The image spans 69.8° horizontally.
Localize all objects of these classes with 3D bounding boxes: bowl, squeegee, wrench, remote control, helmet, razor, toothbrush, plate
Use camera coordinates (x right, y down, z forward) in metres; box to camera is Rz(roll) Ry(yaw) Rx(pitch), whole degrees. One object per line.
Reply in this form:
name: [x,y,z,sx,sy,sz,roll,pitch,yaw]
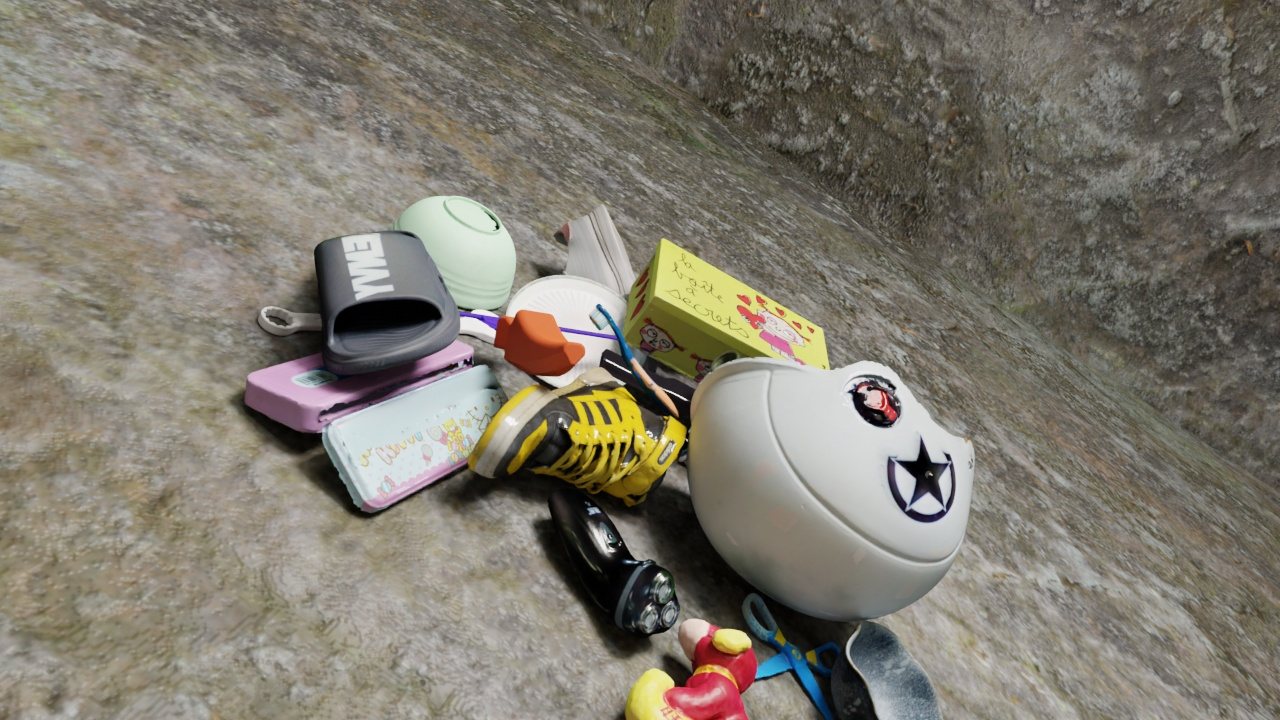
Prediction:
bowl: [0.192,0.274,0.748,0.110,0.055,0.110,33,31,-23]
bowl: [-0.196,-0.128,0.996,0.151,0.077,0.150,27,26,-15]
squeegee: [-0.093,-0.015,0.805,0.249,0.055,0.185,8,3,-27]
wrench: [-0.228,-0.034,0.862,0.272,0.009,0.047,-1,41,-52]
remote control: [0.022,0.026,0.918,0.136,0.015,0.032,27,33,-12]
helmet: [0.149,0.126,0.800,0.264,0.237,0.163,34,49,-12]
razor: [-0.023,0.150,0.709,0.053,0.064,0.140,3,41,-51]
toothbrush: [-0.005,0.005,0.827,0.135,0.017,0.021,55,-16,-22]
plate: [-0.068,-0.028,0.977,0.157,0.014,0.156,11,52,-14]

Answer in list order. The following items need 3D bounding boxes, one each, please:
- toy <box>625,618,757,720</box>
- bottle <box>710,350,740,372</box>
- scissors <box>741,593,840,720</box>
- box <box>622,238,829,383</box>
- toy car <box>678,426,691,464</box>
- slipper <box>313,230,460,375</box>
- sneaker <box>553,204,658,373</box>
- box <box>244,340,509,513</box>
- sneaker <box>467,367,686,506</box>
toy: [0.047,0.241,0.636,0.105,0.067,0.137,42,33,2]
bottle: [0.136,0.073,0.933,0.207,0.071,0.071,52,15,-28]
scissors: [0.129,0.248,0.778,0.125,0.014,0.130,0,41,-50]
box: [0.093,-0.028,0.994,0.221,0.082,0.124,31,33,-13]
toy car: [0.085,0.068,0.999,0.055,0.056,0.153,46,28,-7]
slipper: [-0.217,-0.076,0.770,0.110,0.083,0.268,-11,29,-13]
sneaker: [-0.049,-0.072,1.086,0.099,0.089,0.236,56,14,-62]
box: [-0.193,0.034,0.741,0.149,0.051,0.213,42,25,10]
sneaker: [-0.044,0.077,0.786,0.122,0.086,0.238,35,20,13]
